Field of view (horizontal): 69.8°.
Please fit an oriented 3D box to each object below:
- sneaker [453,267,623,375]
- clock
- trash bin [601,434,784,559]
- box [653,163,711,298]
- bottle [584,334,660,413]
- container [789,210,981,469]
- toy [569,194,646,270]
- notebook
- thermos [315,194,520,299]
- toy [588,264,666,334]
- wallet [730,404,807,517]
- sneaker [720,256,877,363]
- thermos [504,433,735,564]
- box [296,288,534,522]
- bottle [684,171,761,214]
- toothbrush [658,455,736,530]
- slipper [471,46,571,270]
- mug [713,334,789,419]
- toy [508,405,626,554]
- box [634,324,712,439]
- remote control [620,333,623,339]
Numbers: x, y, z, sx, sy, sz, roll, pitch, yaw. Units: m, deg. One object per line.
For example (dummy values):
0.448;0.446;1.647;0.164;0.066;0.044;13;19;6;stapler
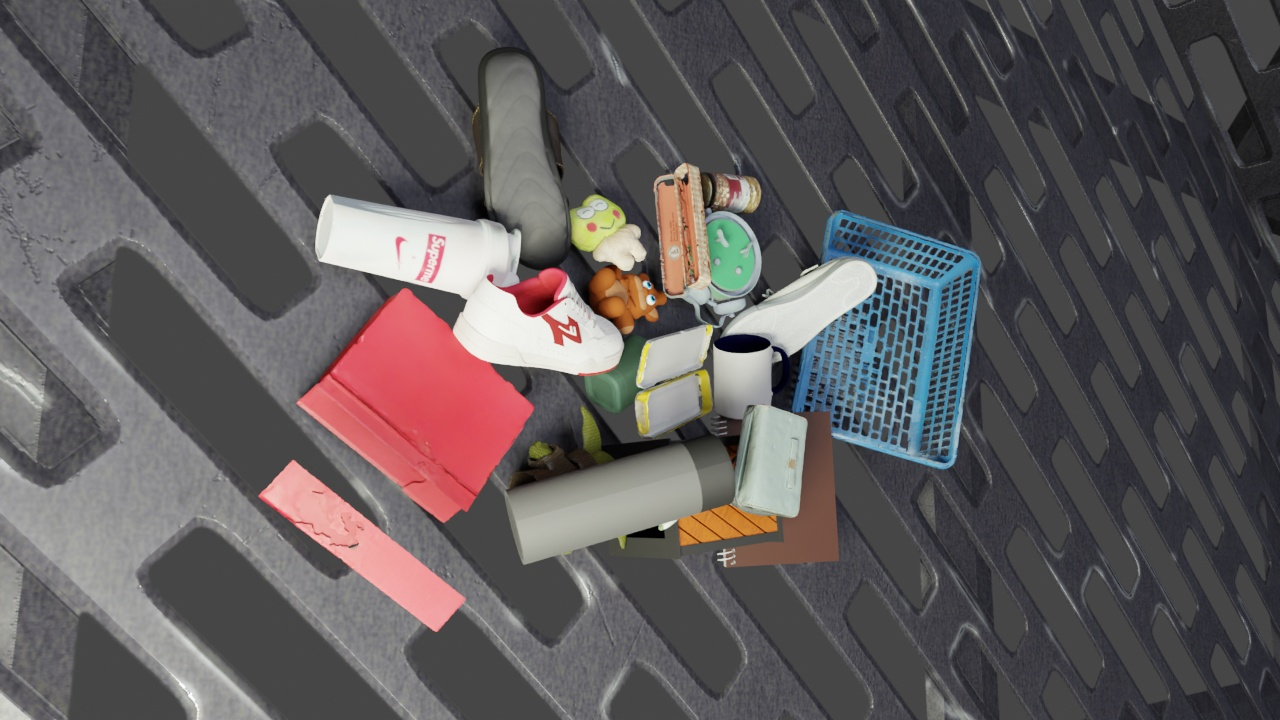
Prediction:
-0.095;-0.052;1.059;0.236;0.090;0.104;8;117;-44;sneaker
0.108;-0.126;1.291;0.121;0.076;0.161;18;72;-34;clock
0.066;0.169;1.169;0.171;0.140;0.139;0;82;-37;trash bin
0.056;-0.177;1.246;0.042;0.083;0.186;11;63;-36;box
-0.007;0.007;1.185;0.131;0.061;0.061;-36;138;-35;bottle
0.368;-0.027;1.415;0.257;0.089;0.361;17;70;-5;container
-0.044;-0.164;1.187;0.115;0.046;0.091;43;54;11;toy
0.187;0.178;1.283;0.171;0.022;0.209;-2;85;-7;notebook
-0.242;-0.122;1.023;0.220;0.100;0.099;9;77;-31;thermos
-0.011;-0.083;1.204;0.127;0.065;0.095;-4;76;-43;toy
0.159;0.122;1.113;0.100;0.054;0.131;18;75;-43;wallet
0.224;-0.072;1.326;0.242;0.090;0.089;-32;102;8;sneaker
-0.022;0.150;1.006;0.240;0.082;0.082;-14;91;-14;thermos
-0.238;0.042;1.019;0.153;0.164;0.214;-40;111;12;box
0.120;-0.243;1.332;0.105;0.056;0.056;-4;85;-38;bottle
0.085;0.147;1.088;0.188;0.016;0.017;-35;113;-36;toothbrush
-0.145;-0.243;1.124;0.113;0.076;0.268;-12;100;-13;slipper
0.157;0.019;1.276;0.111;0.078;0.097;-10;112;-19;mug
-0.089;0.158;1.095;0.152;0.078;0.179;-20;96;-43;toy
0.048;0.024;1.192;0.209;0.036;0.130;-17;112;-62;box
-0.078;-0.039;1.175;0.136;0.015;0.032;14;74;-37;remote control
